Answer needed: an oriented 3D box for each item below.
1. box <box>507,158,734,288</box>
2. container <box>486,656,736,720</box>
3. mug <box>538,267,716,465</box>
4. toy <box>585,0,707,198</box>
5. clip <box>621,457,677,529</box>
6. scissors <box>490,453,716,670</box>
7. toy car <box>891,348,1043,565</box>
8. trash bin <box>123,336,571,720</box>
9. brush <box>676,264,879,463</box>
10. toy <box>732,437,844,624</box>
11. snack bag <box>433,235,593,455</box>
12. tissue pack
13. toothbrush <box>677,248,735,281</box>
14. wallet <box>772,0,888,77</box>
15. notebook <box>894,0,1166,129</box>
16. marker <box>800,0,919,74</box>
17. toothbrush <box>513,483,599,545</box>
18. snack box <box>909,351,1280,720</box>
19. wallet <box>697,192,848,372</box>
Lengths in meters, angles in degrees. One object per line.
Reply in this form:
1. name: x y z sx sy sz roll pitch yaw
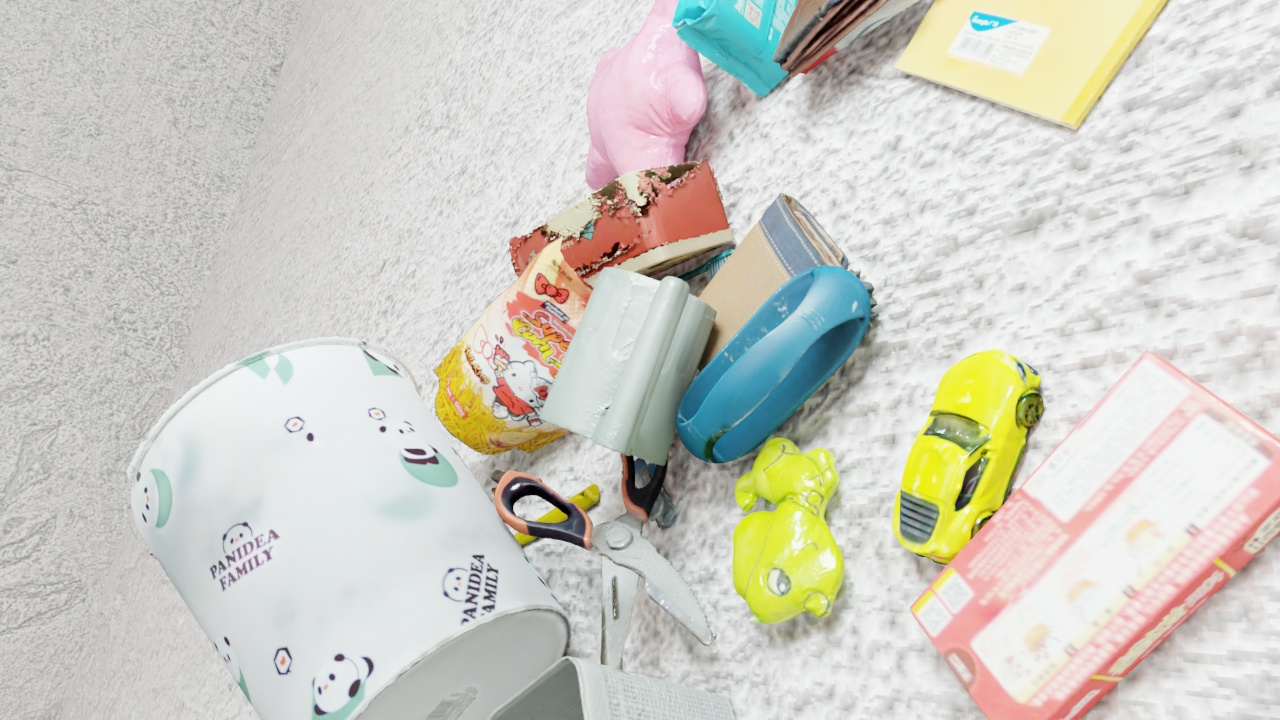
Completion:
1. box: -0.023 -0.093 0.673 0.169 0.091 0.078 -18 91 49
2. container: -0.008 0.217 0.471 0.090 0.114 0.090 -45 40 30
3. mug: -0.003 0.003 0.554 0.124 0.083 0.103 167 124 -81
4. toy: 0.001 -0.191 0.734 0.195 0.074 0.178 -27 65 61
5. clip: 0.006 0.089 0.612 0.025 0.036 0.058 -50 37 14
6. scissors: -0.020 0.100 0.576 0.227 0.015 0.188 13 47 35
7. toy car: 0.149 0.043 0.429 0.048 0.032 0.105 18 85 57
8. trash bin: -0.193 0.148 0.638 0.252 0.229 0.230 43 108 31
9. brush: 0.070 0.006 0.515 0.055 0.073 0.144 47 118 10
10. toy: 0.078 0.093 0.499 0.097 0.031 0.100 13 78 56
11. snack bag: -0.073 0.004 0.691 0.208 0.128 0.073 -33 17 46
12. tissue pack: 0.074 -0.266 0.656 0.050 0.093 0.133 -6 66 48
13. toothbrush: 0.007 -0.044 0.693 0.192 0.016 0.018 -23 64 46
14. wallet: 0.134 -0.248 0.591 0.101 0.032 0.124 -32 27 46
15. notebook: 0.237 -0.232 0.483 0.206 0.010 0.146 -58 35 13
16. marker: 0.151 -0.220 0.579 0.146 0.017 0.017 -18 57 55
17. toothbrush: -0.096 0.138 0.727 0.191 0.016 0.015 -35 45 39
18. snack box: 0.182 0.077 0.368 0.153 0.025 0.075 -55 36 18
19. wallet: 0.074 -0.040 0.582 0.115 0.033 0.090 -51 34 25
